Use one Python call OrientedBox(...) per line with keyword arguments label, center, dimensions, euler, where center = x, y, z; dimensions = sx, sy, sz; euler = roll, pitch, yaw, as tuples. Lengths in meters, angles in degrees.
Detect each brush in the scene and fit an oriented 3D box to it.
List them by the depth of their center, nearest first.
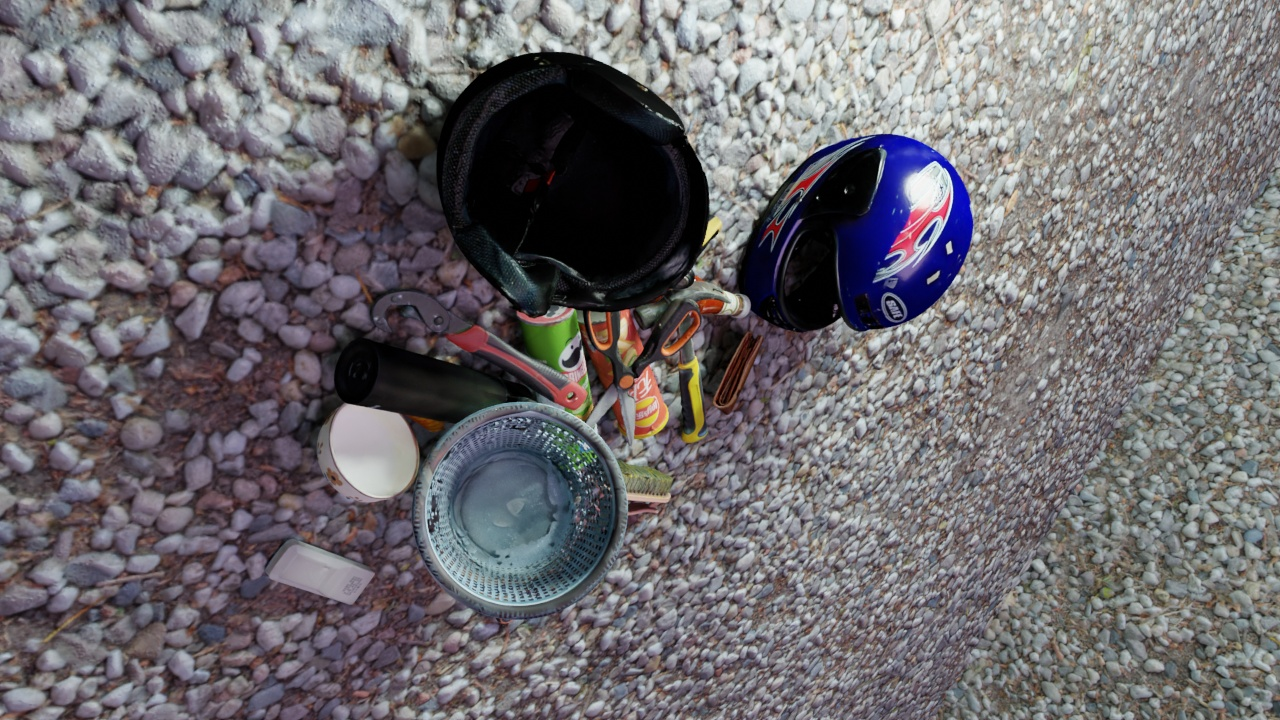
OrientedBox(label="brush", center=(-0.011, 0.186, 1.311), dimensions=(0.145, 0.063, 0.073), euler=(16, 99, -48))

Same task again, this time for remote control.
OrientedBox(label="remote control", center=(-0.365, 0.243, 1.049), dimensions=(0.049, 0.024, 0.125), euler=(-53, 138, -3))

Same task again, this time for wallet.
OrientedBox(label="wallet", center=(0.143, 0.019, 1.333), dimensions=(0.124, 0.032, 0.101), euler=(-65, 170, -1))

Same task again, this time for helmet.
OrientedBox(label="helmet", center=(-0.068, -0.174, 0.897), dimensions=(0.274, 0.230, 0.234), euler=(32, 106, -35))
OrientedBox(label="helmet", center=(0.314, -0.157, 1.268), dimensions=(0.315, 0.240, 0.247), euler=(-52, 136, -3))

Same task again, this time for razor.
OrientedBox(label="razor", center=(0.061, -0.139, 1.150), dimensions=(0.167, 0.067, 0.062), euler=(-47, 171, -49))

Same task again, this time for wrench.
OrientedBox(label="wrench", center=(-0.170, -0.009, 1.022), dimensions=(0.273, 0.016, 0.056), euler=(28, 99, -30))

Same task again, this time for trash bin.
OrientedBox(label="trash bin", center=(-0.144, 0.170, 1.052), dimensions=(0.226, 0.195, 0.226), euler=(2, 81, -12))

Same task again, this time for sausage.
OrientedBox(label="sausage", center=(-0.270, 0.041, 1.014), dimensions=(0.021, 0.021, 0.165), euler=(-51, 138, -6))

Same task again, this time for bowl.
OrientedBox(label="bowl", center=(-0.299, 0.101, 0.979), dimensions=(0.062, 0.113, 0.113), euler=(-26, 150, 32))

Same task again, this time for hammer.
OrientedBox(label="hammer", center=(0.068, 0.011, 1.247), dimensions=(0.126, 0.032, 0.324), euler=(-27, 144, -12))

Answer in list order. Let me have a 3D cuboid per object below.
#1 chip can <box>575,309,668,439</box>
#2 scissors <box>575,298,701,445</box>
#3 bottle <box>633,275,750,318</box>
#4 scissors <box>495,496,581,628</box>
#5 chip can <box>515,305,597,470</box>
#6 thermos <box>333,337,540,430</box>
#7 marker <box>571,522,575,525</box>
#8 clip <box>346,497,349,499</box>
OrientedBox(label="chip can", center=(-0.023, 0.007, 1.182), dimensions=(0.073, 0.073, 0.217), euler=(-38, 134, -20))
OrientedBox(label="scissors", center=(-0.018, 0.001, 1.107), dimensions=(0.221, 0.021, 0.229), euler=(-38, 128, -2))
OrientedBox(label="bottle", center=(0.071, -0.083, 1.222), dimensions=(0.205, 0.060, 0.060), euler=(6, 110, -44))
OrientedBox(label="scissors", center=(-0.136, 0.285, 1.281), dimensions=(0.188, 0.015, 0.226), euler=(-37, 138, -17))
OrientedBox(label="chip can", center=(-0.098, 0.029, 1.128), dimensions=(0.072, 0.072, 0.236), euler=(-29, 132, -27))
OrientedBox(label="thermos", center=(-0.207, 0.032, 1.003), dimensions=(0.242, 0.090, 0.068), euler=(18, 70, -53))
OrientedBox(label="marker", center=(-0.121, 0.208, 1.260), dimensions=(0.018, 0.015, 0.124), euler=(-48, 140, -7))
OrientedBox(label="clip", center=(-0.316, 0.130, 1.032), dimensions=(0.038, 0.013, 0.055), euler=(-9, 120, -40))
